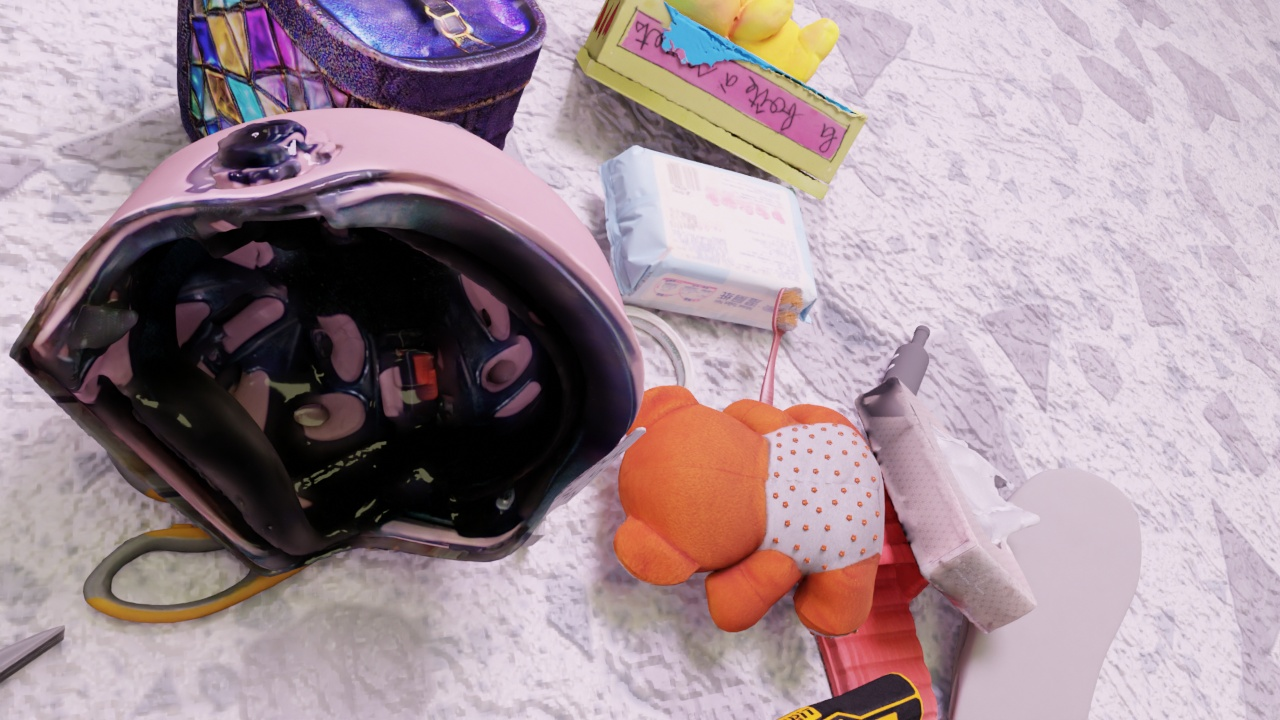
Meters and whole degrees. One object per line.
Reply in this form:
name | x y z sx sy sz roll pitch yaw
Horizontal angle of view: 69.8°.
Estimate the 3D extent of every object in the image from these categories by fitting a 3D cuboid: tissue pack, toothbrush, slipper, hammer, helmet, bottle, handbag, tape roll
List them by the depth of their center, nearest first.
hammer | -0.191 0.247 0.390 0.324 0.034 0.169 33 50 -13
helmet | -0.123 -0.016 0.430 0.152 0.256 0.230 -89 154 -47
toothbrush | -0.035 0.072 0.486 0.010 0.182 0.010 7 63 -23
hammer | 0.037 0.223 0.494 0.319 0.123 0.036 -4 98 -36
handbag | -0.155 -0.141 0.527 0.125 0.205 0.222 -31 76 -39
slipper | 0.160 0.147 0.642 0.103 0.059 0.248 0 65 -31
tape roll | -0.004 0.004 0.654 0.093 0.013 0.092 15 57 -24
toothbrush | 0.090 0.033 0.656 0.015 0.016 0.184 22 76 -30
tissue pack | 0.225 0.095 0.663 0.104 0.071 0.181 40 22 -27
slipper | 0.286 0.207 0.684 0.113 0.081 0.265 23 66 7
tissue pack | 0.057 -0.090 0.711 0.181 0.070 0.112 9 59 -30
bottle | 0.227 0.008 0.782 0.030 0.030 0.112 40 50 -5

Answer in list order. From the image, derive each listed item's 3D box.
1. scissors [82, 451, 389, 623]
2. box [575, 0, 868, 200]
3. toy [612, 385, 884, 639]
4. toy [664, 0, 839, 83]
scissors | -0.172 0.098 0.494 0.227 0.016 0.133 16 55 -23
box | 0.061 -0.223 0.753 0.221 0.082 0.124 21 18 -18
toy | 0.066 0.089 0.585 0.172 0.093 0.163 10 63 -13
toy | 0.075 -0.308 0.838 0.193 0.134 0.087 27 96 -21
